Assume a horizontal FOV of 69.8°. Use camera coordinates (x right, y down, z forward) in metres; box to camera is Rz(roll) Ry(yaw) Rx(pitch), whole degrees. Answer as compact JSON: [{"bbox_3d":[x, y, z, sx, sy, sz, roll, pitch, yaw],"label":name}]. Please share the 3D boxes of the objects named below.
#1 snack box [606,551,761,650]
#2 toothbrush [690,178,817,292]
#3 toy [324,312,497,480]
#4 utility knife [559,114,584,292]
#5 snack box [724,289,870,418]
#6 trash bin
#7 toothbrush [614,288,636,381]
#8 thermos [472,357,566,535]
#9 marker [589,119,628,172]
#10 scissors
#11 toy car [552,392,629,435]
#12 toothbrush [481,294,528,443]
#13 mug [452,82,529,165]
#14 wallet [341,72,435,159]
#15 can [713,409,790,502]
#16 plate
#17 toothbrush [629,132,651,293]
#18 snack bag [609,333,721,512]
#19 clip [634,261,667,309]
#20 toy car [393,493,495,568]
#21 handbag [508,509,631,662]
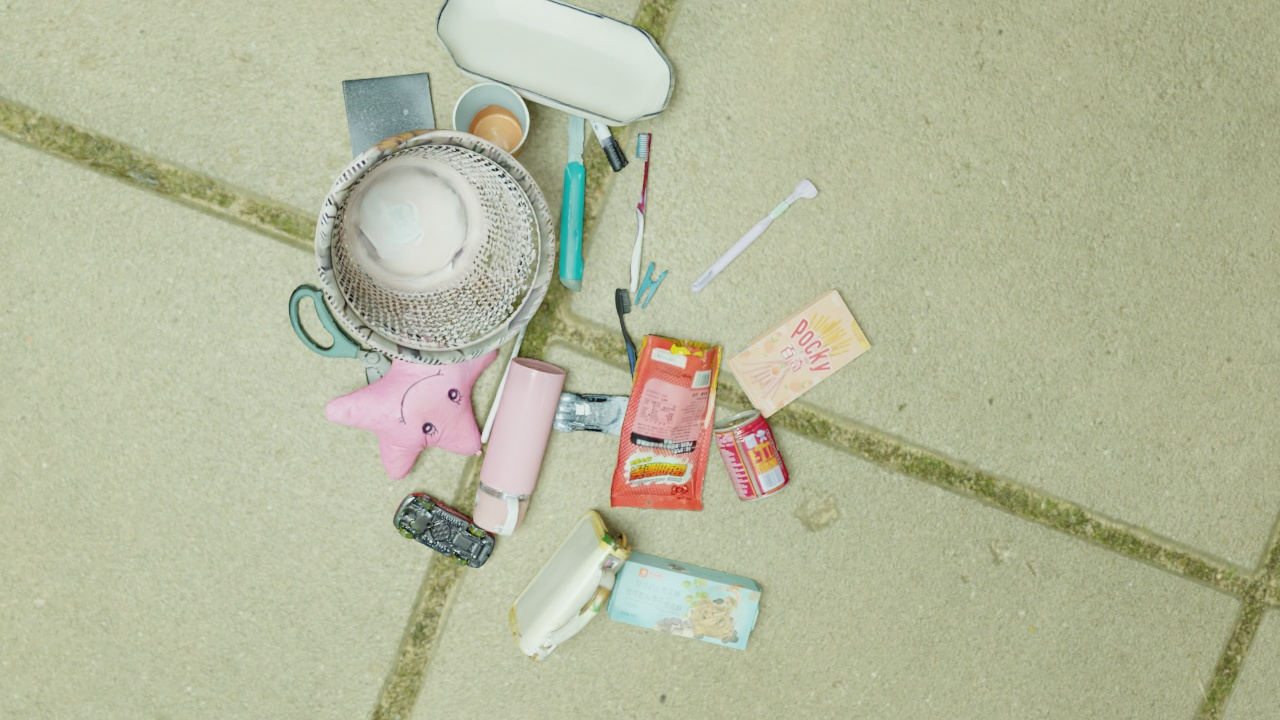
[{"bbox_3d":[0.051,0.286,1.102,0.175,0.051,0.074,15,94,-7],"label":"snack box"},{"bbox_3d":[0.131,-0.146,1.089,0.189,0.021,0.029,-42,59,1],"label":"toothbrush"},{"bbox_3d":[-0.236,0.044,1.042,0.194,0.075,0.178,-49,119,-12],"label":"toy"},{"bbox_3d":[-0.077,-0.184,1.067,0.029,0.013,0.209,3,97,-4],"label":"utility knife"},{"bbox_3d":[0.189,-0.009,1.101,0.157,0.026,0.084,-34,97,-1],"label":"snack box"},{"bbox_3d":[-0.223,-0.129,0.952,0.227,0.192,0.228,-7,109,-20],"label":"trash bin"},{"bbox_3d":[-0.006,0.006,1.092,0.016,0.014,0.189,-15,98,-30],"label":"toothbrush"},{"bbox_3d":[-0.139,0.101,1.046,0.067,0.087,0.199,14,97,-22],"label":"thermos"},{"bbox_3d":[-0.050,-0.280,1.060,0.022,0.018,0.131,-24,98,5],"label":"marker"},{"bbox_3d":[-0.308,-0.041,1.056,0.169,0.019,0.177,-43,96,-1],"label":"scissors"},{"bbox_3d":[-0.055,0.063,1.083,0.105,0.031,0.049,3,95,-7],"label":"toy car"},{"bbox_3d":[-0.156,0.009,1.067,0.016,0.016,0.180,18,86,2],"label":"toothbrush"},{"bbox_3d":[-0.159,-0.249,0.999,0.078,0.123,0.078,0,94,-6],"label":"mug"},{"bbox_3d":[-0.281,-0.261,1.040,0.097,0.019,0.121,-7,97,-6],"label":"wallet"},{"bbox_3d":[0.130,0.112,1.086,0.066,0.066,0.094,-23,97,-3],"label":"can"},{"bbox_3d":[-0.093,-0.331,1.013,0.265,0.034,0.161,15,56,-8],"label":"plate"},{"bbox_3d":[-0.003,-0.172,1.075,0.017,0.016,0.187,5,94,2],"label":"toothbrush"},{"bbox_3d":[0.032,0.077,1.075,0.128,0.073,0.208,6,98,-28],"label":"snack bag"},{"bbox_3d":[0.010,-0.088,1.084,0.048,0.014,0.057,26,91,-9],"label":"clip"},{"bbox_3d":[-0.229,0.198,1.071,0.120,0.045,0.053,31,89,-12],"label":"toy car"},{"bbox_3d":[-0.071,0.264,1.026,0.063,0.179,0.163,38,89,-13],"label":"handbag"}]
